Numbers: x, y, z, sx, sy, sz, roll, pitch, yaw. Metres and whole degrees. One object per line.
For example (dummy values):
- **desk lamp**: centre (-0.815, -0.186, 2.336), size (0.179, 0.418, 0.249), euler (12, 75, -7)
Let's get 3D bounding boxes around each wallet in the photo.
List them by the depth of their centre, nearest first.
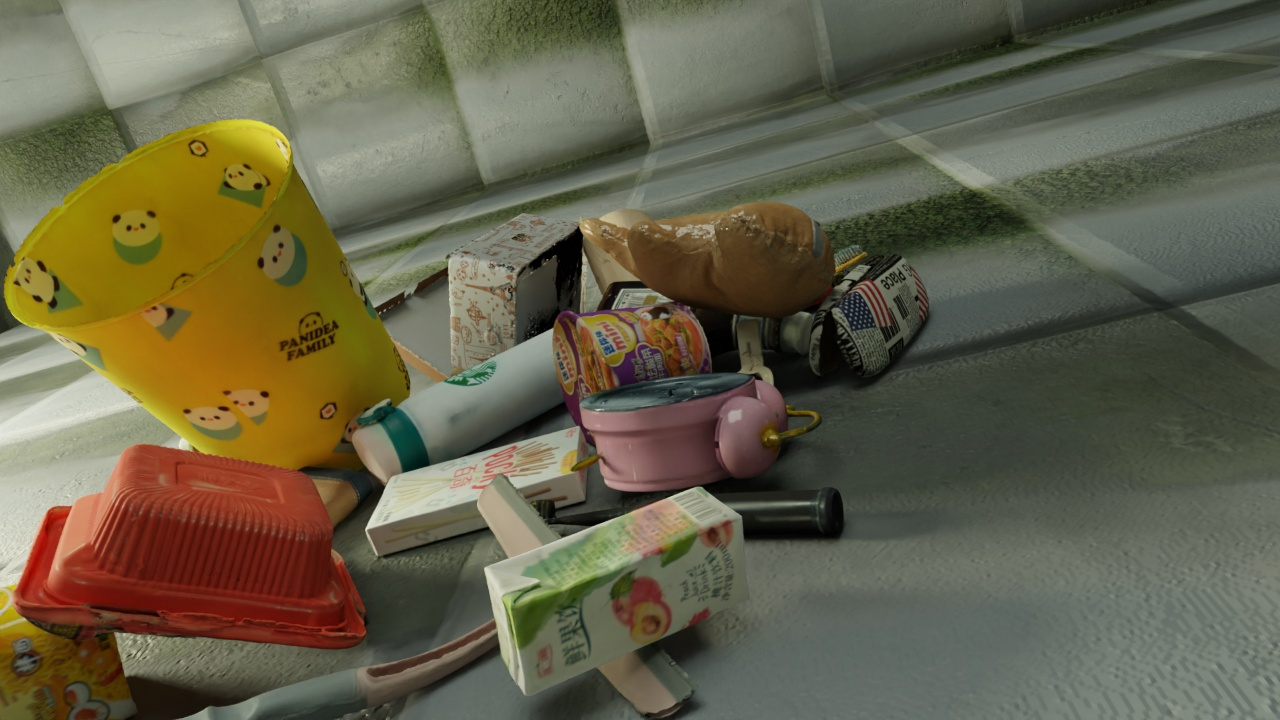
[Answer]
- **wallet**: centre (-0.276, 0.127, 0.716), size (0.090, 0.033, 0.115), euler (-5, 25, 29)

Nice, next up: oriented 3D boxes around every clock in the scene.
- **clock**: centre (0.039, 0.044, 0.607), size (0.159, 0.060, 0.117), euler (-8, 6, 14)

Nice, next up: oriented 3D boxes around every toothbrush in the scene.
- **toothbrush**: centre (0.017, 0.094, 0.562), size (0.213, 0.027, 0.026), euler (-6, -5, 28)
- **toothbrush**: centre (0.122, -0.059, 0.836), size (0.192, 0.018, 0.016), euler (-27, 6, 38)

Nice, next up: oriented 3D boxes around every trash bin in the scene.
- **trash bin**: centre (-0.333, -0.028, 0.772), size (0.230, 0.255, 0.229), euler (-10, 47, 11)

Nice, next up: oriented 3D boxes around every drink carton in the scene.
- **drink carton**: centre (-0.011, 0.107, 0.443), size (0.122, 0.053, 0.045), euler (-17, 24, -23)

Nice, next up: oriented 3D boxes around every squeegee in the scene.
- **squeegee**: centre (-0.139, 0.161, 0.473), size (0.249, 0.040, 0.248), euler (-17, 26, -24)

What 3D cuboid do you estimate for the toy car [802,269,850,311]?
- **toy car**: centre (0.152, -0.064, 0.887), size (0.106, 0.031, 0.049), euler (-19, 18, -9)

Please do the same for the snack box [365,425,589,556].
- **snack box**: centre (-0.117, 0.095, 0.676), size (0.157, 0.027, 0.084), euler (-16, 19, 4)

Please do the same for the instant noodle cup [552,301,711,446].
- **instant noodle cup**: centre (-0.004, 0.004, 0.729), size (0.099, 0.111, 0.112), euler (-14, 16, -23)

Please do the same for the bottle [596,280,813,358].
- **bottle**: centre (0.054, -0.032, 0.815), size (0.195, 0.044, 0.079), euler (6, 56, 25)

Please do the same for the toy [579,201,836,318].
- **toy**: centre (0.048, -0.083, 0.747), size (0.226, 0.143, 0.082), euler (5, 69, 41)

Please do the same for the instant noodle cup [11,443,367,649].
- **instant noodle cup**: centre (-0.259, 0.109, 0.558), size (0.188, 0.079, 0.165), euler (17, 3, -30)

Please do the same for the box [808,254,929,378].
- **box**: centre (0.193, -0.040, 0.736), size (0.081, 0.075, 0.163), euler (9, 28, 34)

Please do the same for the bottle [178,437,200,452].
- **bottle**: centre (-0.359, 0.065, 0.918), size (0.206, 0.060, 0.059), euler (-16, 19, 5)

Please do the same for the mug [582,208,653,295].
- **mug**: centre (0.010, -0.094, 0.975), size (0.124, 0.084, 0.103), euler (0, 50, -27)

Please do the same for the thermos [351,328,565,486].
- **thermos**: centre (-0.136, 0.034, 0.790), size (0.223, 0.073, 0.073), euler (-28, 22, -30)

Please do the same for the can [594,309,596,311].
- **can**: centre (0.014, -0.041, 0.907), size (0.132, 0.053, 0.053), euler (-18, 19, -3)

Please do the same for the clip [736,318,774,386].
- **clip**: centre (0.088, 0.013, 0.705), size (0.034, 0.061, 0.096), euler (-11, 30, 16)

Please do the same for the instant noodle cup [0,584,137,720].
- **instant noodle cup**: centre (-0.369, 0.183, 0.525), size (0.123, 0.116, 0.116), euler (-15, 15, -34)

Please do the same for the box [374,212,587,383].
- **box**: centre (-0.178, -0.073, 0.991), size (0.192, 0.156, 0.182), euler (14, 28, 16)
